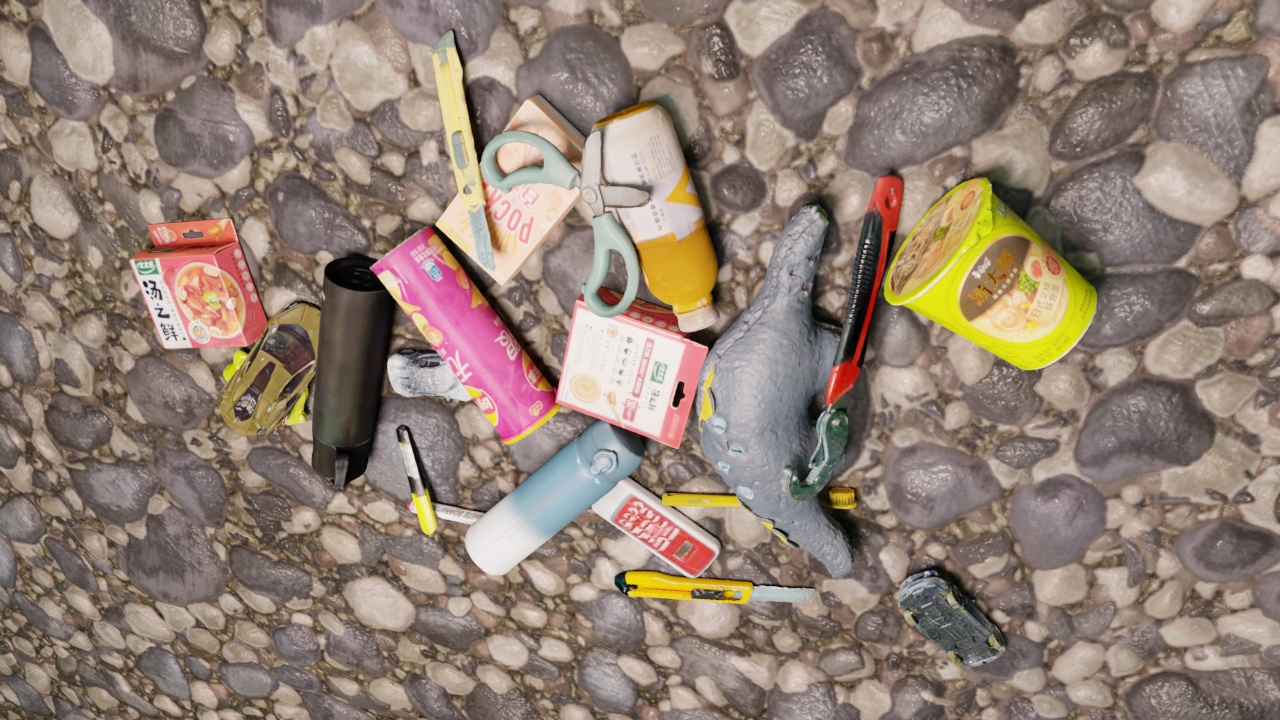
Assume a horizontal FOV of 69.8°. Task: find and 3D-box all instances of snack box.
[{"bbox_3d":[-0.005,0.005,0.844,0.127,0.044,0.113,20,120,10],"label":"snack box"},{"bbox_3d":[-0.464,-0.078,0.958,0.113,0.044,0.127,-1,115,19],"label":"snack box"},{"bbox_3d":[-0.106,-0.147,0.811,0.084,0.026,0.158,42,121,-5],"label":"snack box"}]

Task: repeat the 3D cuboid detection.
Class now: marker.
[{"bbox_3d":[-0.189,0.172,1.010,0.145,0.017,0.017,8,119,15],"label":"marker"},{"bbox_3d":[-0.243,0.129,0.998,0.018,0.015,0.124,-10,100,18],"label":"marker"}]

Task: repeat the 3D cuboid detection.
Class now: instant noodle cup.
[{"bbox_3d":[0.268,-0.057,0.689,0.123,0.111,0.112,32,122,-9],"label":"instant noodle cup"}]

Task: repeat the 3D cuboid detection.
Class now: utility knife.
[{"bbox_3d":[-0.151,-0.178,0.794,0.031,0.021,0.204,-4,105,36],"label":"utility knife"},{"bbox_3d":[0.073,0.238,0.955,0.216,0.015,0.033,-1,118,19],"label":"utility knife"}]

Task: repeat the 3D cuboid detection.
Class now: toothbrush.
[{"bbox_3d":[0.112,0.133,0.887,0.190,0.015,0.017,-3,111,20],"label":"toothbrush"}]

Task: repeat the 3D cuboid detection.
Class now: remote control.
[{"bbox_3d":[0.015,0.169,0.936,0.136,0.020,0.056,35,123,-2],"label":"remote control"}]

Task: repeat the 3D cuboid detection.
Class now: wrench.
[{"bbox_3d":[0.168,-0.013,0.742,0.016,0.056,0.273,28,108,51],"label":"wrench"}]

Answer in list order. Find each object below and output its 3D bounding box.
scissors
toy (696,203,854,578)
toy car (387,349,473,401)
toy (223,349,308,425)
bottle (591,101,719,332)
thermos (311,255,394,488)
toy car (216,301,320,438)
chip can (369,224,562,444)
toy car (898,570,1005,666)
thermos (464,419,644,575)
[{"bbox_3d":[-0.060,-0.114,0.764,0.171,0.019,0.170,14,128,30],"label":"scissors"},{"bbox_3d":[0.118,0.040,0.792,0.138,0.091,0.357,-4,114,7],"label":"toy"},{"bbox_3d":[-0.207,0.016,0.927,0.106,0.031,0.049,2,117,17],"label":"toy car"},{"bbox_3d":[-0.409,0.030,1.004,0.100,0.031,0.097,-11,110,24],"label":"toy"},{"bbox_3d":[0.019,-0.115,0.759,0.068,0.067,0.189,-12,112,24],"label":"bottle"},{"bbox_3d":[-0.292,0.022,0.929,0.068,0.090,0.243,1,124,-23],"label":"thermos"},{"bbox_3d":[-0.379,0.009,0.955,0.070,0.042,0.158,36,98,-2],"label":"toy car"},{"bbox_3d":[-0.162,-0.023,0.868,0.072,0.071,0.210,-29,104,29],"label":"chip can"},{"bbox_3d":[0.296,0.247,0.872,0.054,0.036,0.120,-35,111,29],"label":"toy car"},{"bbox_3d":[-0.086,0.135,0.916,0.070,0.070,0.221,45,117,-7],"label":"thermos"}]
